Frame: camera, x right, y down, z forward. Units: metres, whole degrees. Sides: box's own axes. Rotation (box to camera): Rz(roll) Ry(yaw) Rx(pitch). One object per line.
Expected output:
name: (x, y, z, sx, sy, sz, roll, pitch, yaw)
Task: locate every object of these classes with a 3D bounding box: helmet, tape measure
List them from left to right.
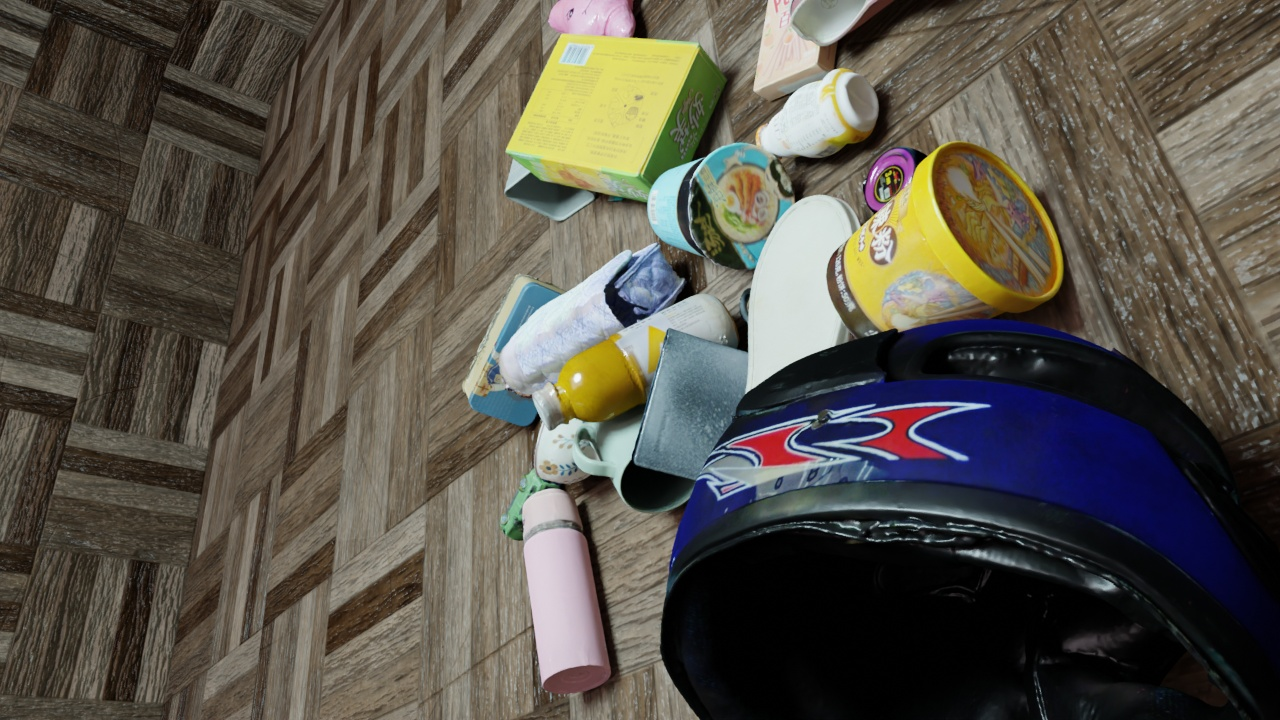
tape measure: (0.203, -0.133, 0.706, 0.058, 0.039, 0.057, -51, 39, 35)
helmet: (0.168, 0.093, 0.465, 0.239, 0.247, 0.316, -40, 6, -38)

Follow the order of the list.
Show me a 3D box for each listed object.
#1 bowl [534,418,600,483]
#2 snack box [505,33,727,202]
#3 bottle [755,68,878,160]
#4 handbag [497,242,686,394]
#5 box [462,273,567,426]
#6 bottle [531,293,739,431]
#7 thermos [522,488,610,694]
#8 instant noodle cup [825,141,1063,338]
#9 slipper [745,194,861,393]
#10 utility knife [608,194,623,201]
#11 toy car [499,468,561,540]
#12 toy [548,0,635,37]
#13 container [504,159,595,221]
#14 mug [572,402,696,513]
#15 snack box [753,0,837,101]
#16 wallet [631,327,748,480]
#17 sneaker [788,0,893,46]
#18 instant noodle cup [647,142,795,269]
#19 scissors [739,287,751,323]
bowl: (-0.056, 0.075, 0.934, 0.062, 0.113, 0.113, 17, 88, 13)
snack box: (-0.030, -0.265, 1.001, 0.210, 0.070, 0.157, 20, 83, 38)
bottle: (0.149, -0.205, 0.792, 0.109, 0.063, 0.063, -15, 63, 51)
handbag: (-0.053, -0.042, 0.942, 0.194, 0.075, 0.133, -31, 12, 43)
box: (-0.135, -0.018, 1.083, 0.184, 0.089, 0.060, -63, 28, 15)
bottle: (-0.005, 0.005, 0.818, 0.189, 0.068, 0.068, -26, 35, -13)
thermos: (-0.080, 0.229, 0.917, 0.087, 0.067, 0.198, 100, 160, -47)
instant noodle cup: (0.198, -0.067, 0.621, 0.115, 0.118, 0.118, -39, 45, 50)
slipper: (0.130, 0.003, 0.719, 0.114, 0.054, 0.274, -5, 72, 51)
utility knife: (0.024, -0.197, 1.009, 0.217, 0.013, 0.029, 5, 77, 58)
toy car: (-0.121, 0.162, 1.017, 0.091, 0.043, 0.036, -60, 36, 17)
toy: (-0.062, -0.451, 1.192, 0.179, 0.074, 0.194, 1, 75, 46)
container: (-0.107, -0.255, 1.158, 0.090, 0.090, 0.114, -22, 54, 48)
mug: (-0.011, 0.078, 0.843, 0.106, 0.111, 0.082, -127, 41, -53)
snack box: (0.156, -0.334, 0.877, 0.085, 0.026, 0.157, -7, 70, 53)
wallet: (0.052, 0.043, 0.785, 0.019, 0.097, 0.120, 164, 122, -79)
sneaker: (0.212, -0.329, 0.722, 0.242, 0.118, 0.087, -35, 32, 41)
instant noodle cup: (0.067, -0.143, 0.855, 0.120, 0.111, 0.111, 20, 91, 65)
scissors: (0.143, -0.039, 0.773, 0.181, 0.014, 0.159, 22, 95, 53)
